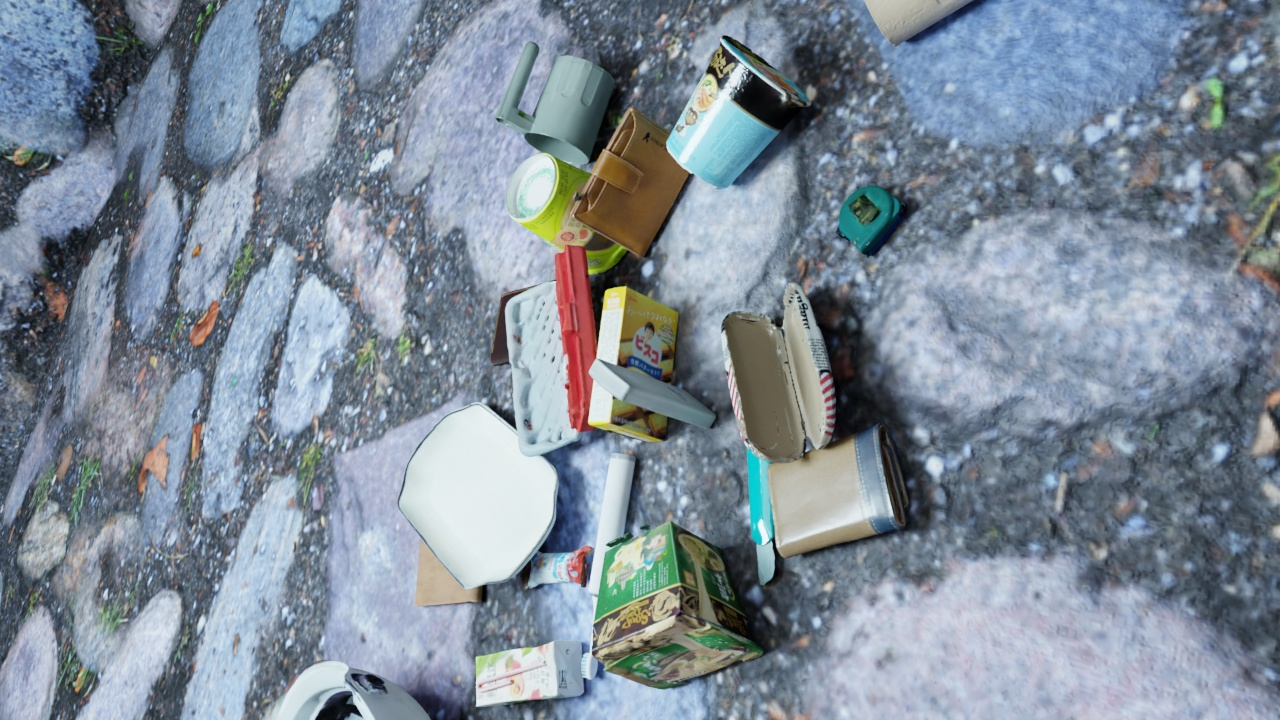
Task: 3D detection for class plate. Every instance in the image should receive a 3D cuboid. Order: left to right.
[{"bbox_3d":[-0.179,0.151,1.033,0.162,0.034,0.266,-53,43,-6],"label":"plate"}]

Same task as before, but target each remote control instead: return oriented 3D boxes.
[{"bbox_3d":[0.012,0.032,0.858,0.056,0.135,0.019,39,102,42],"label":"remote control"}]

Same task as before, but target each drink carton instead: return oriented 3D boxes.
[{"bbox_3d":[-0.116,0.318,0.929,0.123,0.045,0.053,-22,62,35],"label":"drink carton"}]

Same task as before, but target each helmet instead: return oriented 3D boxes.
[{"bbox_3d":[-0.290,0.445,0.970,0.259,0.145,0.229,31,95,51],"label":"helmet"}]

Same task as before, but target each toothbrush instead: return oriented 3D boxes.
[{"bbox_3d":[-0.034,0.202,0.913,0.026,0.026,0.220,-6,71,51],"label":"toothbrush"}]

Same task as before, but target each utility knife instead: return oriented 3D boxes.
[{"bbox_3d":[0.108,0.109,0.829,0.029,0.013,0.184,-19,62,40],"label":"utility knife"}]

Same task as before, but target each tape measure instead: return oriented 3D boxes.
[{"bbox_3d":[0.204,-0.129,0.823,0.058,0.025,0.054,-50,50,15],"label":"tape measure"}]

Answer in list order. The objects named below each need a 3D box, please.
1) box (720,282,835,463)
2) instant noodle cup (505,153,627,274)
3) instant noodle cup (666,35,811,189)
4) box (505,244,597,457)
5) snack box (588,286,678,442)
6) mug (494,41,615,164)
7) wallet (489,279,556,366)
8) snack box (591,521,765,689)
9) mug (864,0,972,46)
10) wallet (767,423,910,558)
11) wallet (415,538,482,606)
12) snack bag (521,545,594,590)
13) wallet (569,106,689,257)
[{"bbox_3d":[0.124,0.005,0.800,0.086,0.075,0.162,123,151,-44],"label":"box"},{"bbox_3d":[-0.081,-0.168,1.021,0.112,0.123,0.111,-16,65,37],"label":"instant noodle cup"},{"bbox_3d":[0.090,-0.240,0.915,0.121,0.111,0.111,-52,48,25],"label":"instant noodle cup"},{"bbox_3d":[-0.088,-0.009,0.991,0.158,0.069,0.201,-38,51,45],"label":"box"},{"bbox_3d":[-0.005,0.005,0.916,0.034,0.086,0.140,-8,69,39],"label":"snack box"},{"bbox_3d":[-0.100,-0.307,1.092,0.084,0.124,0.103,10,78,61],"label":"mug"},{"bbox_3d":[-0.130,-0.047,1.094,0.123,0.020,0.096,-10,65,40],"label":"wallet"},{"bbox_3d":[0.027,0.212,0.808,0.118,0.117,0.105,-29,45,28],"label":"snack box"},{"bbox_3d":[0.260,-0.357,0.829,0.104,0.084,0.124,-23,34,32],"label":"mug"},{"bbox_3d":[0.162,0.111,0.768,0.116,0.033,0.090,-25,56,34],"label":"wallet"},{"bbox_3d":[-0.223,0.234,1.074,0.116,0.020,0.101,-16,64,39],"label":"wallet"},{"bbox_3d":[-0.087,0.215,0.955,0.106,0.026,0.045,-13,69,40],"label":"snack bag"},{"bbox_3d":[-0.011,-0.190,0.971,0.035,0.119,0.131,38,102,49],"label":"wallet"}]
